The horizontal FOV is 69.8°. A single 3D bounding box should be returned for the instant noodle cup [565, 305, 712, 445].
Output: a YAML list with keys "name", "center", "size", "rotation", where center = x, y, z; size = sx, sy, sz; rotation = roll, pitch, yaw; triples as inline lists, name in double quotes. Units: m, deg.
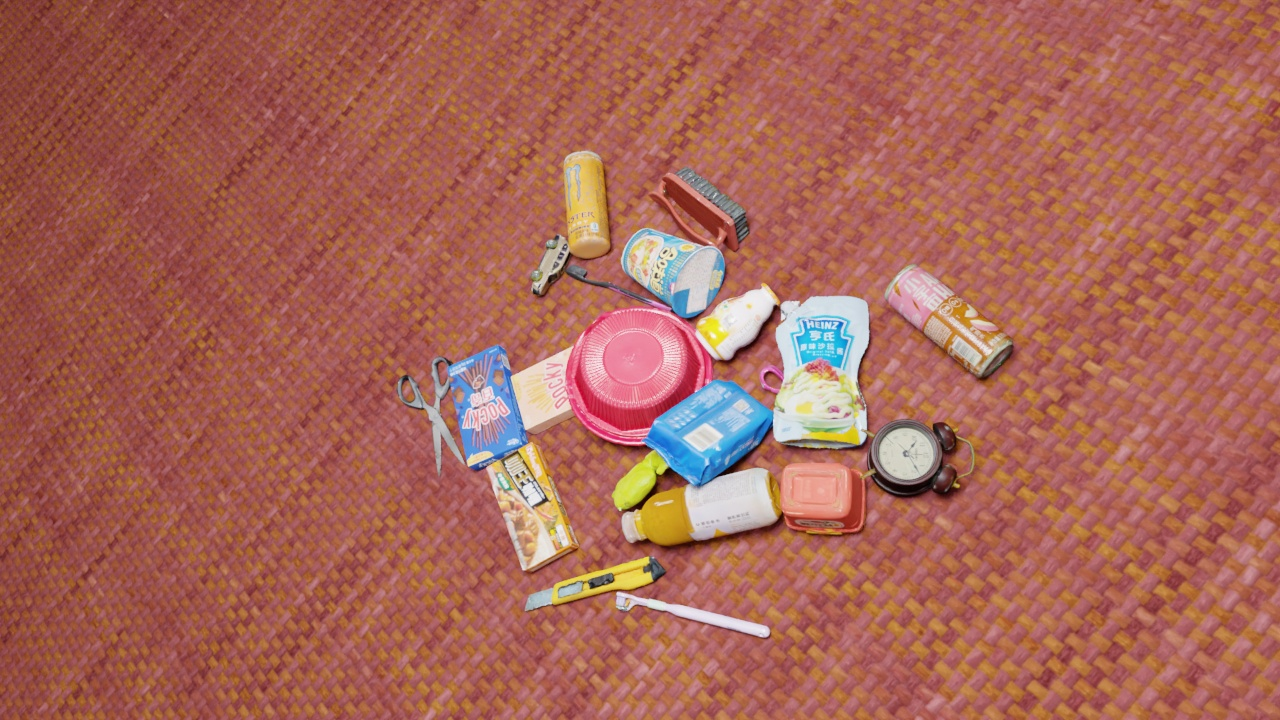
- name: "instant noodle cup"
  center: [-0.007, 0.007, 1.155]
  size: [0.194, 0.066, 0.193]
  rotation: [-3, 67, 7]

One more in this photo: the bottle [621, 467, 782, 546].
- name: "bottle"
  center: [0.070, 0.178, 1.084]
  size: [0.190, 0.068, 0.068]
  rotation: [-16, 66, 19]

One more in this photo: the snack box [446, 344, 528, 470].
- name: "snack box"
  center: [-0.211, 0.064, 1.263]
  size: [0.085, 0.026, 0.157]
  rotation: [-24, 64, 12]

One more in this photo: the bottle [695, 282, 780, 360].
- name: "bottle"
  center: [0.123, -0.050, 1.146]
  size: [0.108, 0.063, 0.063]
  rotation: [-39, 62, 5]

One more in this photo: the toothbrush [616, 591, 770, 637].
- name: "toothbrush"
  center: [0.059, 0.299, 1.074]
  size: [0.189, 0.029, 0.021]
  rotation: [6, 36, 23]

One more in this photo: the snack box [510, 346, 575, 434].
- name: "snack box"
  center: [-0.093, 0.029, 1.227]
  size: [0.157, 0.026, 0.084]
  rotation: [-25, 65, 12]

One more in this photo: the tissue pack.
- name: "tissue pack"
  center: [0.086, 0.084, 1.099]
  size: [0.156, 0.052, 0.095]
  rotation: [-32, 54, -31]

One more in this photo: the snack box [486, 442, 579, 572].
- name: "snack box"
  center: [-0.141, 0.190, 1.190]
  size: [0.075, 0.026, 0.153]
  rotation: [-30, 63, 9]

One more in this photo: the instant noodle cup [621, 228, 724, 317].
- name: "instant noodle cup"
  center: [0.037, -0.122, 1.195]
  size: [0.110, 0.099, 0.099]
  rotation: [33, 86, 36]

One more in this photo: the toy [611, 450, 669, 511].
- name: "toy"
  center: [0.004, 0.143, 1.126]
  size: [0.031, 0.097, 0.100]
  rotation: [46, 63, -10]

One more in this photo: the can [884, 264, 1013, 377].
- name: "can"
  center: [0.353, -0.046, 1.055]
  size: [0.058, 0.058, 0.147]
  rotation: [-44, 62, 2]

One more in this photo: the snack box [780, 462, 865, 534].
- name: "snack box"
  center: [0.203, 0.151, 1.033]
  size: [0.091, 0.080, 0.082]
  rotation: [-2, 70, 22]

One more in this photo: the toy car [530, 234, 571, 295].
- name: "toy car"
  center: [-0.127, -0.131, 1.289]
  size: [0.035, 0.042, 0.090]
  rotation: [25, 76, 8]

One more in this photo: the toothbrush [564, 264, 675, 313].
- name: "toothbrush"
  center: [-0.025, -0.097, 1.253]
  size: [0.189, 0.014, 0.017]
  rotation: [22, 69, 26]

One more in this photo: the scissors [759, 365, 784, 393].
- name: "scissors"
  center: [0.211, 0.041, 1.109]
  size: [0.077, 0.017, 0.137]
  rotation: [-42, 66, -6]

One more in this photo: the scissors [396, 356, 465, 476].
- name: "scissors"
  center: [-0.293, 0.074, 1.303]
  size: [0.171, 0.014, 0.159]
  rotation: [18, 82, 24]

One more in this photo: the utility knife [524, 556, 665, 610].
- name: "utility knife"
  center: [-0.060, 0.278, 1.131]
  size: [0.193, 0.015, 0.033]
  rotation: [-19, 63, 15]

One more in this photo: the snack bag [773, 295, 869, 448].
- name: "snack bag"
  center: [0.216, 0.009, 1.094]
  size: [0.110, 0.039, 0.190]
  rotation: [-1, 68, 16]

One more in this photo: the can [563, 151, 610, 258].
- name: "can"
  center: [-0.076, -0.218, 1.290]
  size: [0.058, 0.058, 0.145]
  rotation: [-13, 67, 17]

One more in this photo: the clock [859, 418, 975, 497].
- name: "clock"
  center: [0.307, 0.107, 1.018]
  size: [0.122, 0.055, 0.082]
  rotation: [1, 71, 15]

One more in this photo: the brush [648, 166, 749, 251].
- name: "brush"
  center: [0.074, -0.202, 1.221]
  size: [0.069, 0.063, 0.146]
  rotation: [-39, 60, -10]
